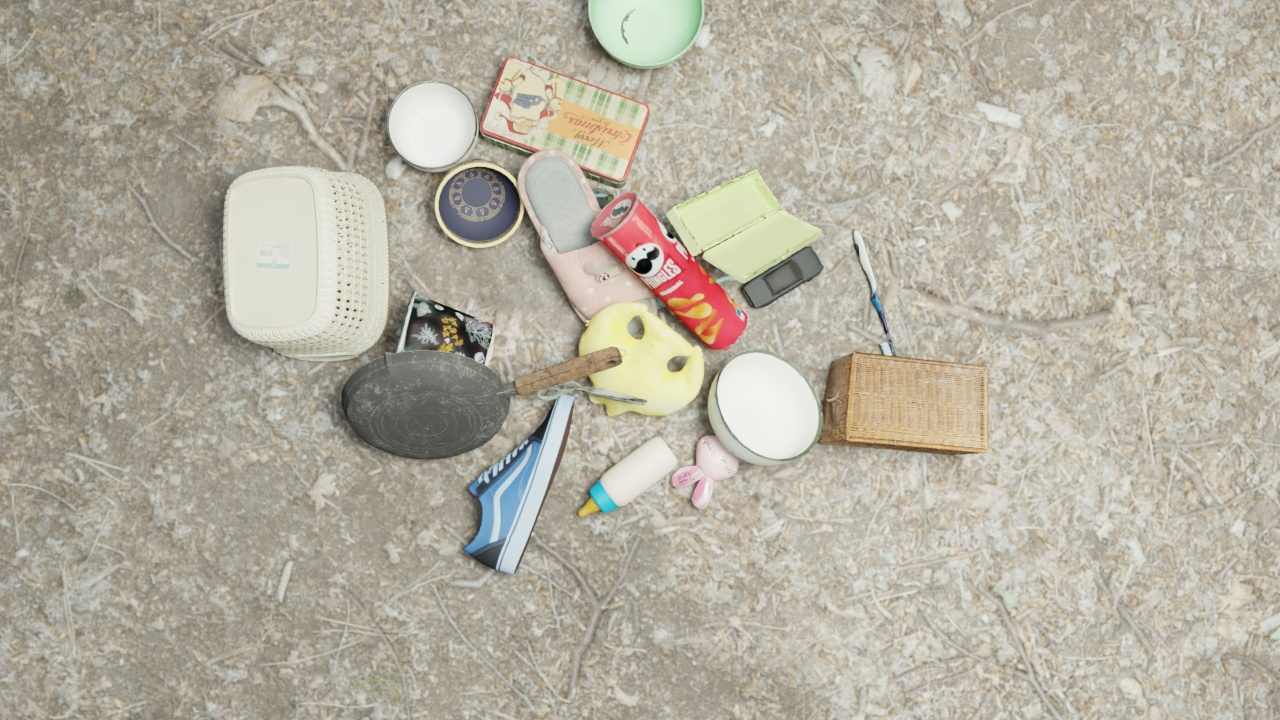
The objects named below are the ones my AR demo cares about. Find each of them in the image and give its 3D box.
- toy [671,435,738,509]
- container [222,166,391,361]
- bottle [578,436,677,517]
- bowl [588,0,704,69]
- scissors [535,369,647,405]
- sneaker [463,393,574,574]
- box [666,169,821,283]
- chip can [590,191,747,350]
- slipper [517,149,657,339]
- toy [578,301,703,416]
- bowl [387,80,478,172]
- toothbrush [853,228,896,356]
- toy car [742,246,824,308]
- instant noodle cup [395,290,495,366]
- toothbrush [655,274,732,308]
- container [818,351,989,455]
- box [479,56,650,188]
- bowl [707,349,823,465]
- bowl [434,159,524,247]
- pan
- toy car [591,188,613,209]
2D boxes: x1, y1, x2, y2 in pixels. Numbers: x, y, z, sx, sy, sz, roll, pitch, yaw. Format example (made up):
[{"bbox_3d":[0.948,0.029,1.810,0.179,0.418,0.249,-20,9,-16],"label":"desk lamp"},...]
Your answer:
[{"bbox_3d":[0.092,0.137,1.201,0.063,0.047,0.110,38,89,8],"label":"toy"},{"bbox_3d":[-0.417,-0.124,1.138,0.185,0.142,0.246,-3,88,10],"label":"container"},{"bbox_3d":[-0.021,0.158,1.191,0.146,0.051,0.051,-36,90,-4],"label":"bottle"},{"bbox_3d":[0.006,-0.449,1.206,0.151,0.077,0.151,0,87,-3],"label":"bowl"},{"bbox_3d":[-0.066,0.034,1.171,0.170,0.094,0.014,-1,119,5],"label":"scissors"},{"bbox_3d":[-0.162,0.146,1.171,0.098,0.083,0.241,22,88,1],"label":"sneaker"},{"bbox_3d":[0.133,-0.169,1.167,0.141,0.044,0.187,43,46,14],"label":"box"},{"bbox_3d":[0.042,-0.105,1.148,0.073,0.073,0.233,-49,119,-4],"label":"chip can"},{"bbox_3d":[-0.066,-0.140,1.168,0.114,0.054,0.274,-29,106,6],"label":"slipper"},{"bbox_3d":[-0.007,0.007,1.179,0.170,0.064,0.155,38,115,-7],"label":"toy"},{"bbox_3d":[-0.265,-0.297,1.192,0.116,0.066,0.116,0,88,-3],"label":"bowl"},{"bbox_3d":[0.313,-0.086,1.237,0.017,0.016,0.189,-16,89,6],"label":"toothbrush"},{"bbox_3d":[0.190,-0.111,1.222,0.112,0.034,0.046,-31,89,-4],"label":"toy car"},{"bbox_3d":[-0.248,-0.009,1.154,0.112,0.137,0.137,14,87,-13],"label":"instant noodle cup"},{"bbox_3d":[0.086,-0.101,1.226,0.180,0.016,0.016,-20,89,-3],"label":"toothbrush"},{"bbox_3d":[0.339,0.059,1.183,0.198,0.114,0.112,6,82,-4],"label":"container"},{"bbox_3d":[-0.099,-0.314,1.210,0.205,0.050,0.117,21,87,-3],"label":"box"},{"bbox_3d":[0.150,0.068,1.178,0.153,0.073,0.153,11,62,-21],"label":"bowl"},{"bbox_3d":[-0.210,-0.210,1.187,0.112,0.061,0.113,-7,121,-11],"label":"bowl"},{"bbox_3d":[-0.186,0.044,1.105,0.357,0.208,0.040,-14,51,10],"label":"pan"},{"bbox_3d":[-0.055,-0.181,1.211,0.042,0.036,0.091,-1,94,-2],"label":"toy car"}]
